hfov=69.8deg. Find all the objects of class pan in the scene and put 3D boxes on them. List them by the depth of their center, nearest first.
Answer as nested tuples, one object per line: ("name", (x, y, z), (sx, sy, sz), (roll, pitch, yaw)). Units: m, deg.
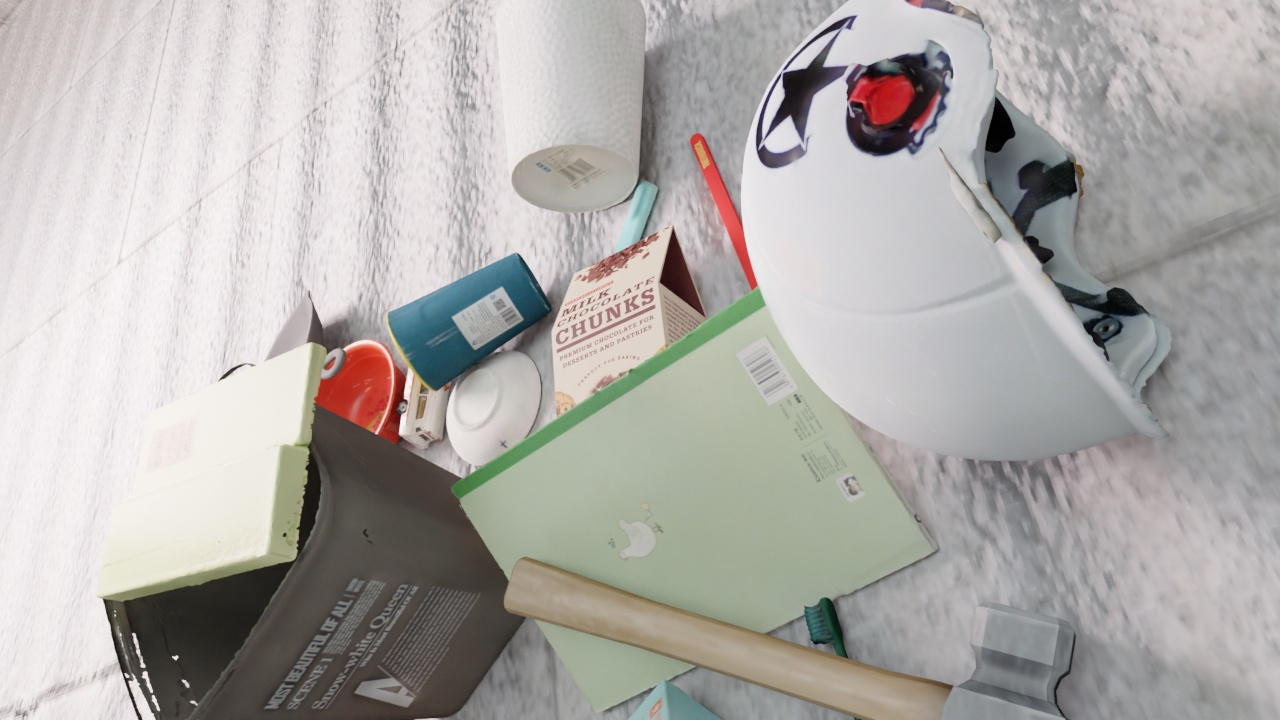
("pan", (-0.333, 0.023, 0.888), (0.355, 0.024, 0.216), (-12, 59, 55))

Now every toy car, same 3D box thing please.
("toy car", (-0.189, 0.021, 0.825), (0.039, 0.039, 0.113), (-2, 66, 15))

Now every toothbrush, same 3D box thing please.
("toothbrush", (0.122, 0.220, 0.489), (0.017, 0.016, 0.189), (-28, 56, 22))
("toothbrush", (0.068, -0.103, 0.690), (0.012, 0.018, 0.212), (-33, 52, 22))

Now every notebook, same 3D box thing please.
("notebook", (0.020, 0.095, 0.565), (0.253, 0.010, 0.182), (-33, 90, 22))

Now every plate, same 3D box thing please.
("plate", (-0.131, 0.036, 0.776), (0.104, 0.026, 0.104), (-18, 59, 31))

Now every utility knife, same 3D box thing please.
("utility knife", (-0.020, -0.069, 0.745), (0.022, 0.015, 0.177), (6, 71, 41))

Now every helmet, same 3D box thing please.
("helmet", (0.142, -0.055, 0.467), (0.164, 0.236, 0.263), (-31, 47, 29))

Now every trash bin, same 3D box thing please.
("trash bin", (-0.212, 0.149, 0.653), (0.197, 0.220, 0.197), (38, 94, 43))
("trash bin", (-0.057, -0.221, 0.778), (0.134, 0.133, 0.161), (-16, 65, 32))

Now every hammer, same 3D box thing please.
("hammer", (0.062, 0.163, 0.504), (0.323, 0.051, 0.117), (8, 75, 29))

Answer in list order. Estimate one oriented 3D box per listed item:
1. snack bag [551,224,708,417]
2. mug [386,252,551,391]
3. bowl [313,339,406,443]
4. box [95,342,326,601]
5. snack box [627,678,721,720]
("snack bag", (-0.004, 0.004, 0.660), (0.095, 0.070, 0.206), (-23, 57, 27))
("mug", (-0.141, -0.037, 0.774), (0.121, 0.078, 0.078), (-30, 51, 2))
("bowl", (-0.257, 0.048, 0.857), (0.131, 0.045, 0.130), (-18, 59, 32))
("box", (-0.268, 0.071, 0.570), (0.188, 0.024, 0.137), (-16, 57, 32))
("snack box", (0.013, 0.248, 0.480), (0.075, 0.053, 0.174), (-50, 9, 7))
